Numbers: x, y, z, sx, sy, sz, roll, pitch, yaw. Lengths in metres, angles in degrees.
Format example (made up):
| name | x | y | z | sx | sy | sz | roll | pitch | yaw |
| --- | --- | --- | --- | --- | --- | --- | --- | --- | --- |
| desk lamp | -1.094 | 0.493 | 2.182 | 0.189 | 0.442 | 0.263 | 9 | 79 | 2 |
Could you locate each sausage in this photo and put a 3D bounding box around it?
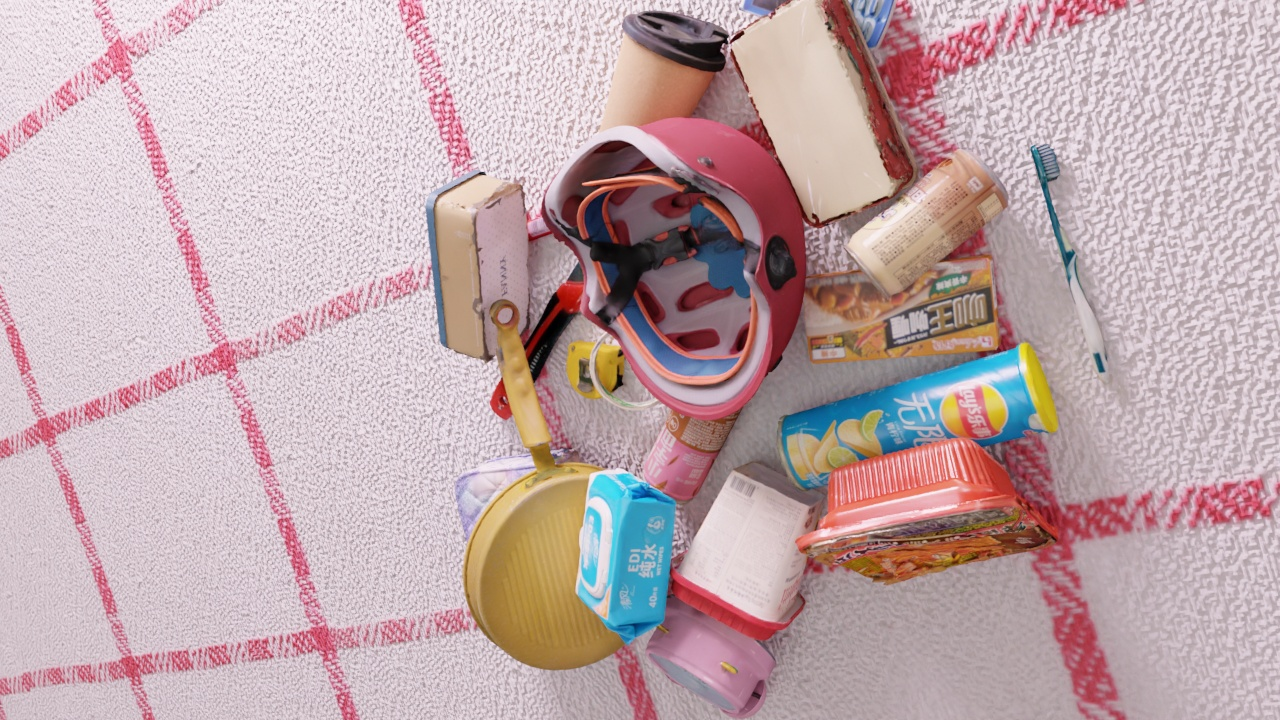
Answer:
| name | x | y | z | sx | sy | sz | roll | pitch | yaw |
| --- | --- | --- | --- | --- | --- | --- | --- | --- | --- |
| sausage | -0.097 | -0.132 | 0.905 | 0.156 | 0.020 | 0.020 | -14 | 94 | 29 |

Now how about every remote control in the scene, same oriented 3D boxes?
| name | x | y | z | sx | sy | sz | roll | pitch | yaw |
| --- | --- | --- | --- | --- | --- | --- | --- | --- | --- |
| remote control | 0.142 | -0.290 | 0.741 | 0.125 | 0.024 | 0.049 | 26 | 112 | 19 |

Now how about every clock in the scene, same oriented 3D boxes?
| name | x | y | z | sx | sy | sz | roll | pitch | yaw |
| --- | --- | --- | --- | --- | --- | --- | --- | --- | --- |
| clock | 0.065 | 0.283 | 0.862 | 0.117 | 0.059 | 0.159 | 22 | 155 | 27 |

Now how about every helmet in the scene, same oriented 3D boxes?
| name | x | y | z | sx | sy | sz | roll | pitch | yaw |
| --- | --- | --- | --- | --- | --- | --- | --- | --- | --- |
| helmet | 0.051 | -0.087 | 0.748 | 0.207 | 0.143 | 0.240 | -11 | 107 | 50 |

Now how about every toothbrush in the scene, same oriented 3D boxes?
| name | x | y | z | sx | sy | sz | roll | pitch | yaw |
| --- | --- | --- | --- | --- | --- | --- | --- | --- | --- |
| toothbrush | 0.330 | -0.073 | 0.697 | 0.018 | 0.016 | 0.191 | -17 | 93 | 19 |

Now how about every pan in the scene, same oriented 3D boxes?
| name | x | y | z | sx | sy | sz | roll | pitch | yaw |
| --- | --- | --- | --- | --- | --- | --- | --- | --- | --- |
| pan | -0.088 | 0.119 | 0.871 | 0.078 | 0.197 | 0.357 | 18 | 120 | 64 |

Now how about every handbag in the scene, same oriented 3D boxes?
| name | x | y | z | sx | sy | sz | roll | pitch | yaw |
| --- | --- | --- | --- | --- | --- | --- | --- | --- | --- |
| handbag | -0.107 | 0.189 | 0.951 | 0.134 | 0.075 | 0.194 | -8 | 99 | 24 |

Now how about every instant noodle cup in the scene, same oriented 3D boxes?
| name | x | y | z | sx | sy | sz | roll | pitch | yaw |
| --- | --- | --- | --- | --- | --- | --- | --- | --- | --- |
| instant noodle cup | 0.102 | 0.164 | 0.820 | 0.117 | 0.116 | 0.124 | 25 | 100 | 21 |
| instant noodle cup | 0.225 | 0.121 | 0.722 | 0.165 | 0.188 | 0.079 | -19 | 61 | 28 |

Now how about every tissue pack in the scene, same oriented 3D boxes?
| name | x | y | z | sx | sy | sz | roll | pitch | yaw |
| --- | --- | --- | --- | --- | --- | --- | --- | --- | --- |
| tissue pack | -0.016 | 0.169 | 0.817 | 0.090 | 0.063 | 0.140 | -162 | 77 | -66 |

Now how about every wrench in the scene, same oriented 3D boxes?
| name | x | y | z | sx | sy | sz | roll | pitch | yaw |
| --- | --- | --- | --- | --- | --- | --- | --- | --- | --- |
| wrench | -0.079 | -0.042 | 0.918 | 0.056 | 0.016 | 0.274 | 46 | 117 | 12 |

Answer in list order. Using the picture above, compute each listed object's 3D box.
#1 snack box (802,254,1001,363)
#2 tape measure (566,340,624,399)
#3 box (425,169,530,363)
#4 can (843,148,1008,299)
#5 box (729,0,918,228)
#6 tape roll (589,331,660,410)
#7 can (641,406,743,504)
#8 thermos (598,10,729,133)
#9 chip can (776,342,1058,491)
| name | x | y | z | sx | sy | sz | roll | pitch | yaw |
| --- | --- | --- | --- | --- | --- | --- | --- | --- | --- |
| snack box | 0.213 | -0.041 | 0.759 | 0.154 | 0.026 | 0.075 | -5 | 99 | 28 |
| tape measure | -0.046 | 0.010 | 0.904 | 0.060 | 0.028 | 0.057 | 10 | 106 | 26 |
| box | -0.153 | -0.094 | 0.880 | 0.060 | 0.089 | 0.185 | 16 | 124 | 23 |
| can | 0.219 | -0.105 | 0.707 | 0.116 | 0.058 | 0.058 | -40 | 81 | 11 |
| box | 0.142 | -0.195 | 0.717 | 0.092 | 0.075 | 0.168 | -20 | 100 | 37 |
| tape roll | -0.005 | 0.005 | 0.873 | 0.086 | 0.014 | 0.086 | 1 | 104 | 6 |
| can | 0.054 | 0.059 | 0.846 | 0.058 | 0.057 | 0.147 | 33 | 114 | 18 |
| thermos | 0.011 | -0.228 | 0.792 | 0.093 | 0.092 | 0.144 | 35 | 123 | 17 |
| chip can | 0.220 | 0.051 | 0.749 | 0.211 | 0.071 | 0.071 | -20 | 91 | 30 |
